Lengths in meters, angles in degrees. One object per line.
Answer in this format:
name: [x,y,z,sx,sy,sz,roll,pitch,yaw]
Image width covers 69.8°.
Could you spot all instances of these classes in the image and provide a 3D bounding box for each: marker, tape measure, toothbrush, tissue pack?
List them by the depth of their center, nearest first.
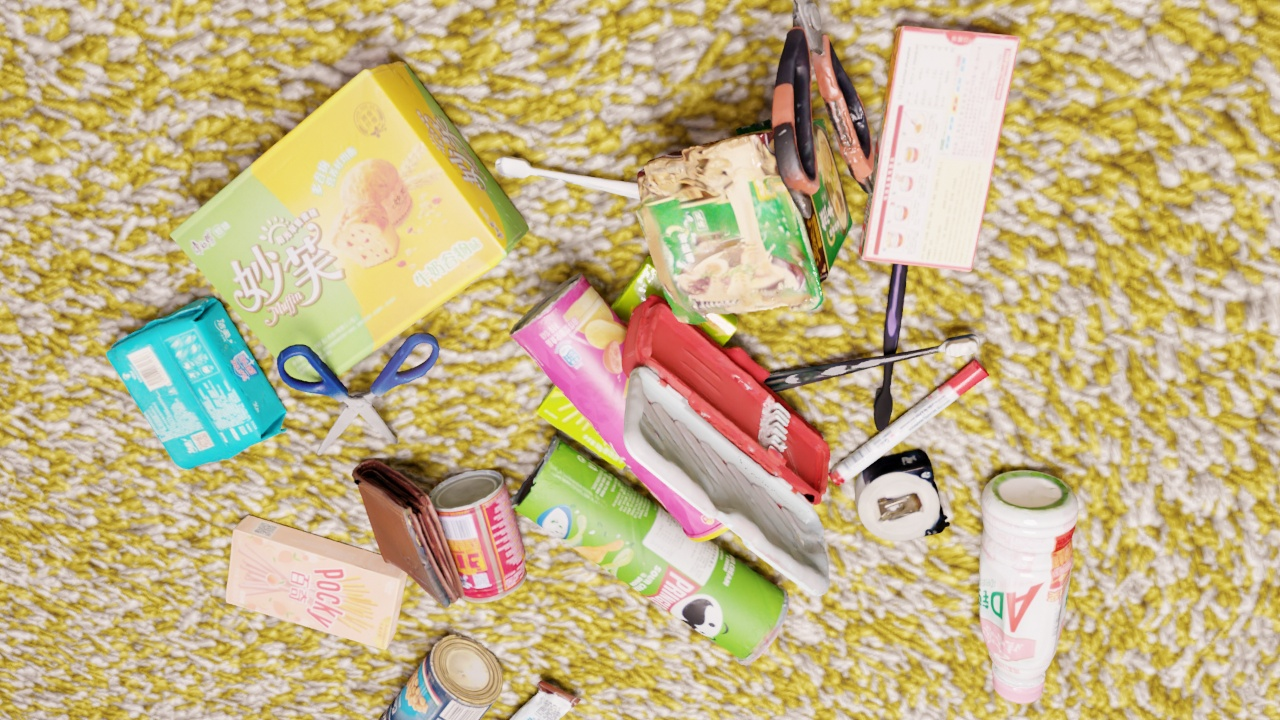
toothbrush: [-0.017,-0.128,0.674,0.180,0.016,0.016,11,115,1]
toothbrush: [0.189,-0.036,0.684,0.014,0.016,0.189,3,109,4]
toothbrush: [0.160,0.005,0.689,0.181,0.018,0.016,-12,105,22]
marker: [0.206,0.050,0.712,0.017,0.017,0.145,44,111,-10]
tape measure: [0.204,0.110,0.727,0.066,0.033,0.066,-18,107,14]
tissue pack: [-0.363,0.023,0.760,0.093,0.050,0.133,-19,108,13]

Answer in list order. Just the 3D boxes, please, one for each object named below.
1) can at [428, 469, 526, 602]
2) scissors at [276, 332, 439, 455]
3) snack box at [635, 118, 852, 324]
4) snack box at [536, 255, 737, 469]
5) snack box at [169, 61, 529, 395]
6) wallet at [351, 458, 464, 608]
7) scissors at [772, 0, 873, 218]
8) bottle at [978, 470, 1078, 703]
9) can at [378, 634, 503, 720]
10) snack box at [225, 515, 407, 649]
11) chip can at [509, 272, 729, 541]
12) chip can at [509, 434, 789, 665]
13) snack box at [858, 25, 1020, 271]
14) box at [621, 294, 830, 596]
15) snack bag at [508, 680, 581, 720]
can: [-0.135,0.148,0.770,0.066,0.066,0.094,-8,110,11]
scissors: [-0.216,0.025,0.708,0.174,0.012,0.162,-30,149,17]
snack box: [0.079,-0.100,0.610,0.118,0.105,0.117,-3,115,41]
snack box: [-0.004,0.004,0.717,0.086,0.026,0.157,35,112,-8]
snack box: [-0.213,-0.094,0.682,0.210,0.070,0.157,-32,105,18]
wallet: [-0.196,0.143,0.762,0.125,0.032,0.101,15,126,50]
scissors: [0.103,-0.187,0.558,0.015,0.188,0.225,-9,123,33]
bottle: [0.304,0.185,0.729,0.068,0.068,0.197,-4,116,9]
can: [-0.183,0.315,0.840,0.075,0.075,0.111,34,112,-7]
snack box: [-0.295,0.203,0.836,0.157,0.026,0.085,17,113,1]
chip can: [-0.003,0.036,0.676,0.071,0.071,0.210,-36,104,19]
chip can: [0.008,0.154,0.752,0.236,0.072,0.072,35,112,-6]
snack box: [0.201,-0.142,0.626,0.077,0.027,0.156,7,109,5]
box: [0.063,0.059,0.641,0.201,0.157,0.039,39,130,-25]
snack bag: [-0.102,0.338,0.864,0.048,0.026,0.104,33,112,-13]
